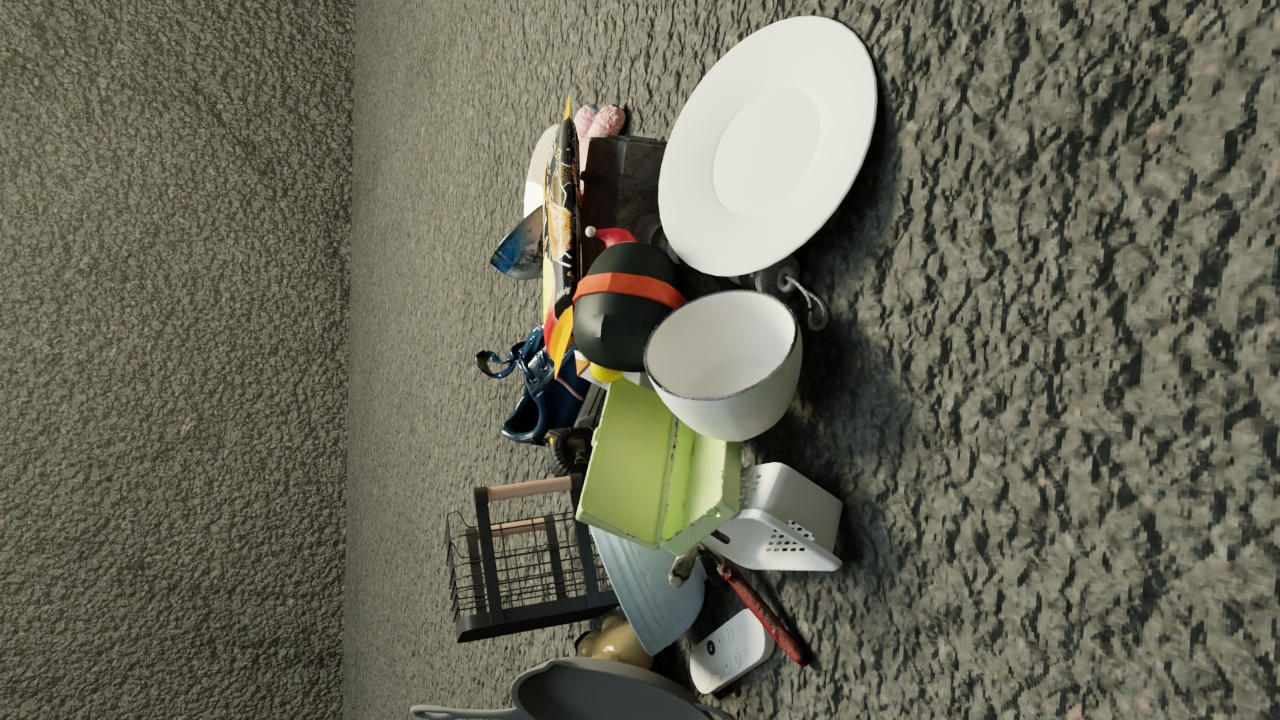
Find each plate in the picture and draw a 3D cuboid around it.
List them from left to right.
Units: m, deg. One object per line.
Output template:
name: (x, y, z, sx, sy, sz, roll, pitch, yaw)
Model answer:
plate: (-0.102, -0.196, 1.145, 0.189, 0.027, 0.188, -2, 88, 64)
plate: (0.094, -0.163, 0.705, 0.209, 0.015, 0.208, -20, 61, 42)

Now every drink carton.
drink carton: (-0.005, 0.005, 0.899, 0.125, 0.076, 0.048, 23, 110, 57)

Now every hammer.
hammer: (0.047, -0.097, 0.800, 0.326, 0.079, 0.177, 28, 115, 55)

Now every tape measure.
tape measure: (-0.074, 0.107, 1.040, 0.038, 0.067, 0.062, -50, 47, 52)

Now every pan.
pan: (-0.074, 0.322, 0.852, 0.355, 0.216, 0.024, -11, 42, 28)

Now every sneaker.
sneaker: (-0.100, -0.018, 1.035, 0.120, 0.127, 0.295, 60, 139, 44)

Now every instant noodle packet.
instant noodle packet: (-0.074, -0.109, 0.862, 0.160, 0.032, 0.220, 121, 148, -70)

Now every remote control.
remote control: (0.077, 0.252, 0.792, 0.137, 0.013, 0.043, -56, 42, 48)

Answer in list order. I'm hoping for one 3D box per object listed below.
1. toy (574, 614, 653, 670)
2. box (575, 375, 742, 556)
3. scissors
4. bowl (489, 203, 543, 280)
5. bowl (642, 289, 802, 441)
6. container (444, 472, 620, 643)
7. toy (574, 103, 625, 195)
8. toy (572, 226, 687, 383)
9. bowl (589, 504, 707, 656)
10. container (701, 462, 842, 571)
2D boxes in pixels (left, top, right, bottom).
toy: (-0.015, 0.302, 0.902, 0.106, 0.133, 0.108, -3, 115, 42)
box: (0.025, 0.073, 0.725, 0.187, 0.130, 0.064, -80, -17, -58)
scissors: (0.055, 0.164, 0.728, 0.015, 0.179, 0.199, -50, 55, 8)
bowl: (-0.108, -0.126, 1.030, 0.061, 0.114, 0.115, 49, 146, 1)
bowl: (0.066, 0.008, 0.681, 0.116, 0.116, 0.066, 56, 172, 49)
container: (-0.122, 0.217, 0.986, 0.242, 0.162, 0.130, 122, 140, -66)
toy: (-0.053, -0.233, 1.014, 0.108, 0.053, 0.105, 12, 90, 45)
toy: (-0.006, -0.048, 0.748, 0.098, 0.099, 0.119, 3, 72, 23)
bowl: (0.014, 0.180, 0.827, 0.150, 0.075, 0.150, 151, 95, -89)
container: (0.092, 0.117, 0.689, 0.129, 0.080, 0.049, -23, 36, 62)
